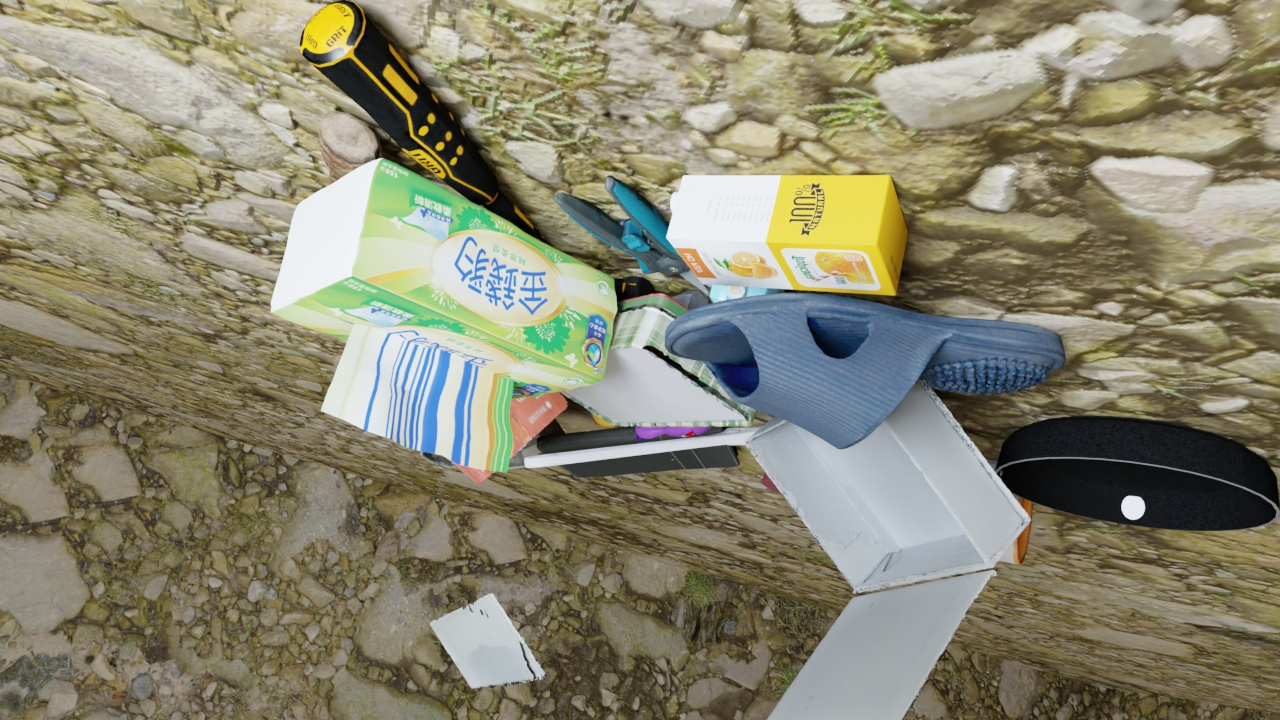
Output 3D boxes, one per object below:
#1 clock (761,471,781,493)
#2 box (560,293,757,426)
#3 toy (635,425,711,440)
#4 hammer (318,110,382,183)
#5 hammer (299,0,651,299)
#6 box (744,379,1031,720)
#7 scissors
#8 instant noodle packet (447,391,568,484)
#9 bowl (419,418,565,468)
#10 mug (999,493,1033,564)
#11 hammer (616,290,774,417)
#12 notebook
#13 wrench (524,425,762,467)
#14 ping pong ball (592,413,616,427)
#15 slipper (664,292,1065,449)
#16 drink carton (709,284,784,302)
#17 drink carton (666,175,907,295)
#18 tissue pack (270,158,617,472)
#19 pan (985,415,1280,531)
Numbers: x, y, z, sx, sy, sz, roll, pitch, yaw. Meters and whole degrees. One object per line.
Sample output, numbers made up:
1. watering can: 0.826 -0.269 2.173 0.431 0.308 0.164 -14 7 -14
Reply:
1. clock: 0.195 0.128 1.024 0.137 0.048 0.096 18 163 -10
2. box: -0.004 0.004 0.695 0.117 0.050 0.206 35 159 -23
3. toy: 0.044 0.046 0.881 0.105 0.056 0.088 -15 -173 -33
4. hammer: -0.201 -0.079 0.682 0.121 0.048 0.319 38 157 3
5. hammer: -0.099 -0.105 0.568 0.123 0.036 0.320 9 164 23
6. box: 0.186 0.256 0.654 0.173 0.511 0.167 10 156 -21
7. scissors: 0.002 -0.077 0.586 0.144 0.019 0.126 11 159 -9
8. instant noodle packet: -0.161 0.017 0.864 0.164 0.083 0.221 44 152 -3
9. bowl: -0.178 0.079 1.123 0.178 0.081 0.179 -3 160 -1
10. mug: 0.340 0.159 0.941 0.105 0.082 0.082 5 161 32
11. hammer: 0.083 0.016 0.801 0.111 0.028 0.300 -1 157 40
12. notebook: 0.004 0.105 1.066 0.209 0.029 0.169 -4 161 12
13. wrench: 0.020 0.086 0.916 0.273 0.018 0.066 -5 179 -15
14. ping pong ball: -0.033 0.052 0.994 0.040 0.040 0.040 14 163 4
15. slipper: 0.142 0.016 0.574 0.263 0.082 0.101 4 165 -13
16. drink carton: 0.081 -0.030 0.633 0.044 0.038 0.129 12 163 22
17. drink carton: 0.078 -0.070 0.507 0.123 0.040 0.058 6 161 28
18. tissue pack: -0.121 -0.011 0.571 0.197 0.141 0.121 21 156 -35
19. pan: 0.334 0.089 0.788 0.356 0.044 0.204 6 161 28
